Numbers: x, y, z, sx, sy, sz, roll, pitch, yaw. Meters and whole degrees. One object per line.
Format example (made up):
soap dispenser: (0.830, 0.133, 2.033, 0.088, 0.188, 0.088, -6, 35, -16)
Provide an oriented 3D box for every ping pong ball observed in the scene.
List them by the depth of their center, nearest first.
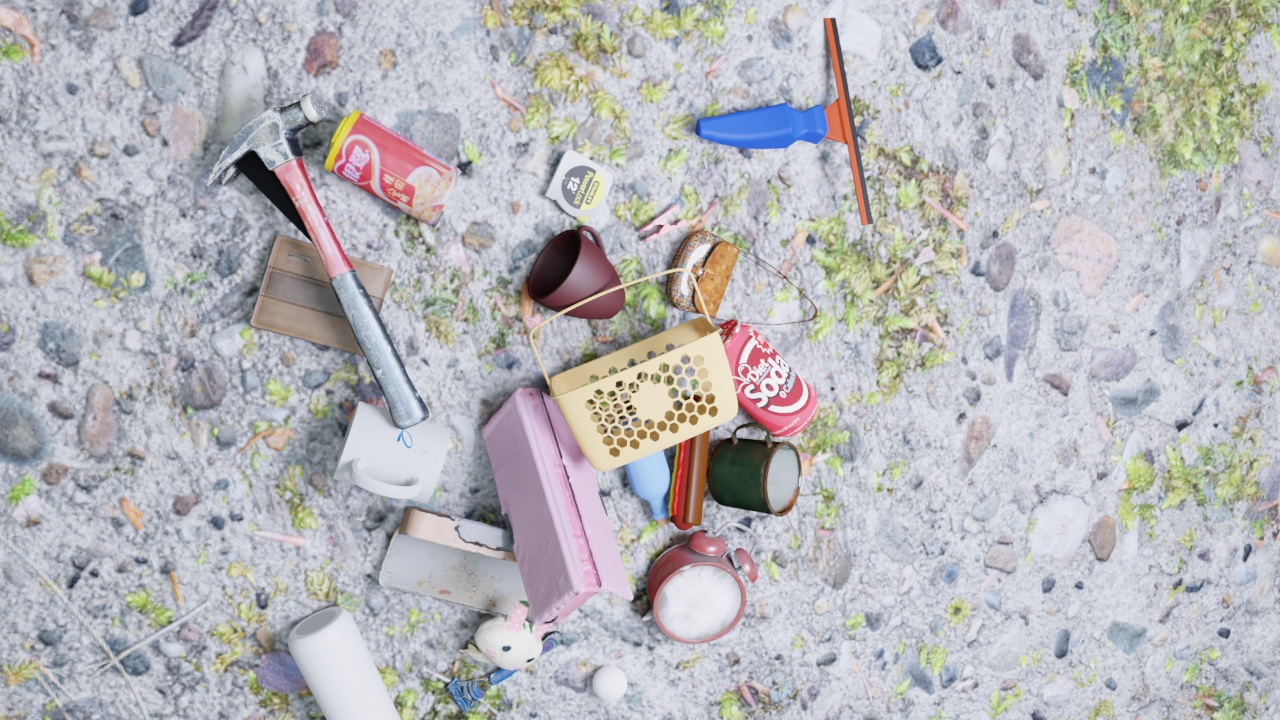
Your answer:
ping pong ball: (-0.036, 0.378, 1.075, 0.040, 0.040, 0.040, -2, 98, -16)

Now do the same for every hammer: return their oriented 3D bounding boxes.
hammer: (-0.299, -0.080, 0.894, 0.141, 0.036, 0.326, -21, 99, 18)

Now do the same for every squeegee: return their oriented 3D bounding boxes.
squeegee: (0.151, -0.264, 1.035, 0.184, 0.055, 0.249, -6, 82, -15)

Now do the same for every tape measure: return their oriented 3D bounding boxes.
tape measure: (-0.068, -0.189, 1.001, 0.065, 0.017, 0.064, 24, 90, -18)

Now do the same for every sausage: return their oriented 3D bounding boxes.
sausage: (0.057, 0.116, 1.047, 0.040, 0.040, 0.155, 9, 79, -17)

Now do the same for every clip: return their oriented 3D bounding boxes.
clip: (0.025, -0.157, 1.031, 0.060, 0.023, 0.044, -10, 95, -16)

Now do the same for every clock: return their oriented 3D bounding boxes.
clock: (0.075, 0.253, 1.076, 0.110, 0.062, 0.157, 33, 101, -18)

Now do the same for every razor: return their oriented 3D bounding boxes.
razor: (-0.151, 0.352, 1.050, 0.140, 0.018, 0.044, -30, 104, -10)

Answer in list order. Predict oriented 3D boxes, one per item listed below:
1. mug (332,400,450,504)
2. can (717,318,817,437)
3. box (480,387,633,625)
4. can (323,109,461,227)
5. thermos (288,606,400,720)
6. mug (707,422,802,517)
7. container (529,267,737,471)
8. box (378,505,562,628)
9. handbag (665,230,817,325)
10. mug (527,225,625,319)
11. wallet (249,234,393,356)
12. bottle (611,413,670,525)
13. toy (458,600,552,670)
mug: (-0.255, 0.103, 0.934, 0.096, 0.119, 0.083, 19, 109, -18)
can: (0.137, 0.022, 1.059, 0.142, 0.074, 0.074, 43, 84, -17)
box: (-0.077, 0.148, 0.957, 0.106, 0.232, 0.100, 7, 139, -41)
can: (-0.248, -0.193, 0.923, 0.124, 0.067, 0.066, 28, 89, -18)
thermos: (-0.315, 0.384, 0.986, 0.101, 0.068, 0.230, -20, 104, 1)
mug: (0.127, 0.119, 1.050, 0.084, 0.081, 0.111, -36, 120, -45)
container: (-0.006, 0.006, 0.953, 0.183, 0.129, 0.167, -22, 98, -2)
box: (-0.164, 0.229, 0.997, 0.217, 0.115, 0.095, 18, 71, -18)
handbag: (0.126, -0.079, 1.064, 0.195, 0.043, 0.093, 19, 94, -21)
mug: (-0.058, -0.093, 0.994, 0.088, 0.087, 0.113, 32, 56, -34)
wallet: (-0.327, -0.065, 0.940, 0.121, 0.027, 0.098, 17, 88, -16)
bottle: (0.008, 0.127, 1.050, 0.048, 0.048, 0.131, -20, 102, -13)
toy: (-0.148, 0.312, 1.016, 0.112, 0.050, 0.087, -39, 131, 5)
